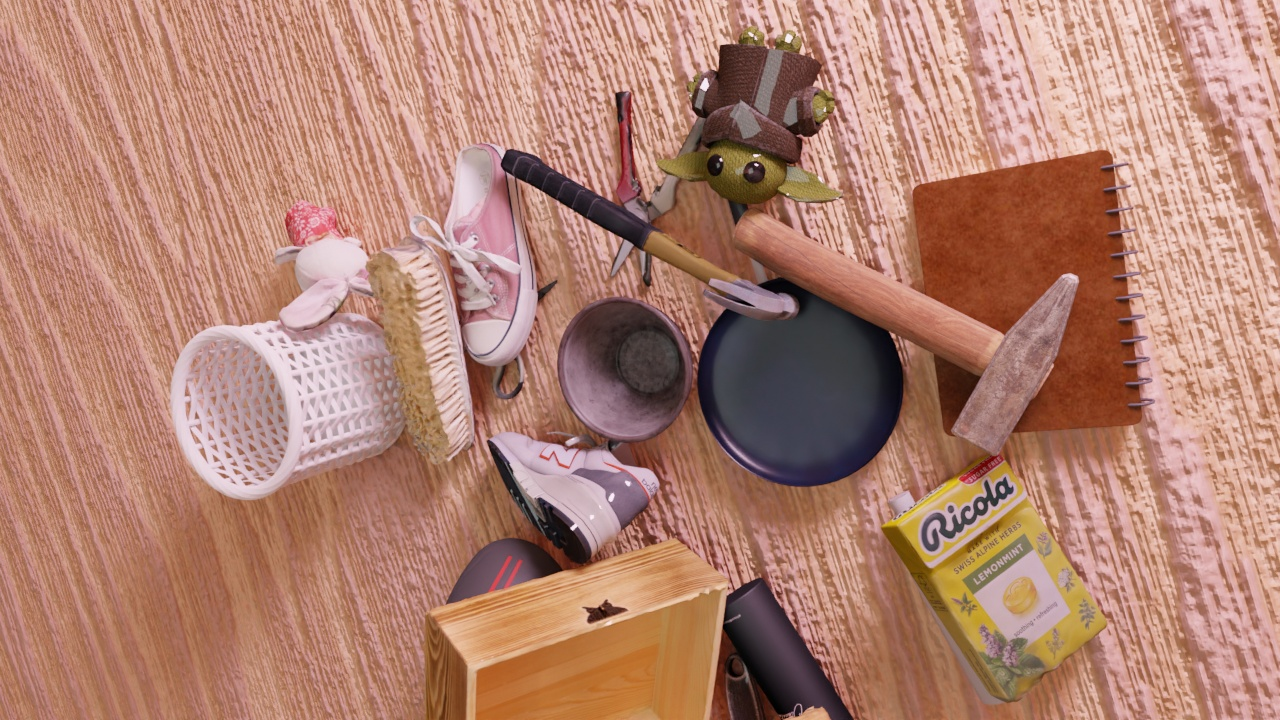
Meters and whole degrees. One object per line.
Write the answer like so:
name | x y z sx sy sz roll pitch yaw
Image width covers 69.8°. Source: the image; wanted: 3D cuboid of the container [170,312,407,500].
container | -0.397 0.044 1.057 0.190 0.186 0.189 4 100 25

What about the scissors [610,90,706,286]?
scissors | 0.011 -0.182 0.919 0.180 0.015 0.195 -28 87 27

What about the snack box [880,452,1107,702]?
snack box | 0.307 0.187 0.789 0.121 0.045 0.181 -30 85 -14

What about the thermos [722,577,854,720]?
thermos | 0.159 0.330 0.907 0.061 0.061 0.231 -36 82 26

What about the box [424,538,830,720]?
box | -0.019 0.363 0.822 0.264 0.278 0.270 31 122 47

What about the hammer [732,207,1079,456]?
hammer | 0.214 -0.060 0.806 0.301 0.037 0.158 30 109 21

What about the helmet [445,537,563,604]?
helmet | -0.138 0.317 0.988 0.164 0.169 0.265 14 104 23

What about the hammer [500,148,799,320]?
hammer | -0.008 -0.125 0.878 0.333 0.117 0.025 33 108 25

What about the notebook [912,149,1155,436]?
notebook | 0.332 -0.052 0.781 0.168 0.024 0.225 -7 96 27

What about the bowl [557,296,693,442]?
bowl | -0.005 0.005 0.929 0.145 0.067 0.145 4 100 25

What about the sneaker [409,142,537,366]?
sneaker | -0.171 -0.112 0.971 0.118 0.087 0.241 -2 94 26

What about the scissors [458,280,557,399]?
scissors | -0.153 -0.033 1.025 0.158 0.012 0.168 -7 92 24

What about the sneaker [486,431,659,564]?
sneaker | -0.065 0.120 0.963 0.240 0.124 0.089 33 146 55

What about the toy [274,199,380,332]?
toy | -0.361 -0.112 1.058 0.194 0.158 0.084 49 141 30

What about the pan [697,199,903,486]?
pan | 0.126 -0.054 0.882 0.199 0.021 0.356 -19 87 25

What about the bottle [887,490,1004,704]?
bottle | 0.283 0.210 0.832 0.053 0.052 0.195 -31 84 26

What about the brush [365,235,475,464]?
brush | -0.232 -0.005 0.993 0.083 0.056 0.272 22 131 32

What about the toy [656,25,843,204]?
toy | 0.104 -0.218 0.828 0.179 0.078 0.153 16 101 23

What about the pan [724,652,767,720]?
pan | 0.140 0.480 0.949 0.188 0.055 0.356 -15 79 26
